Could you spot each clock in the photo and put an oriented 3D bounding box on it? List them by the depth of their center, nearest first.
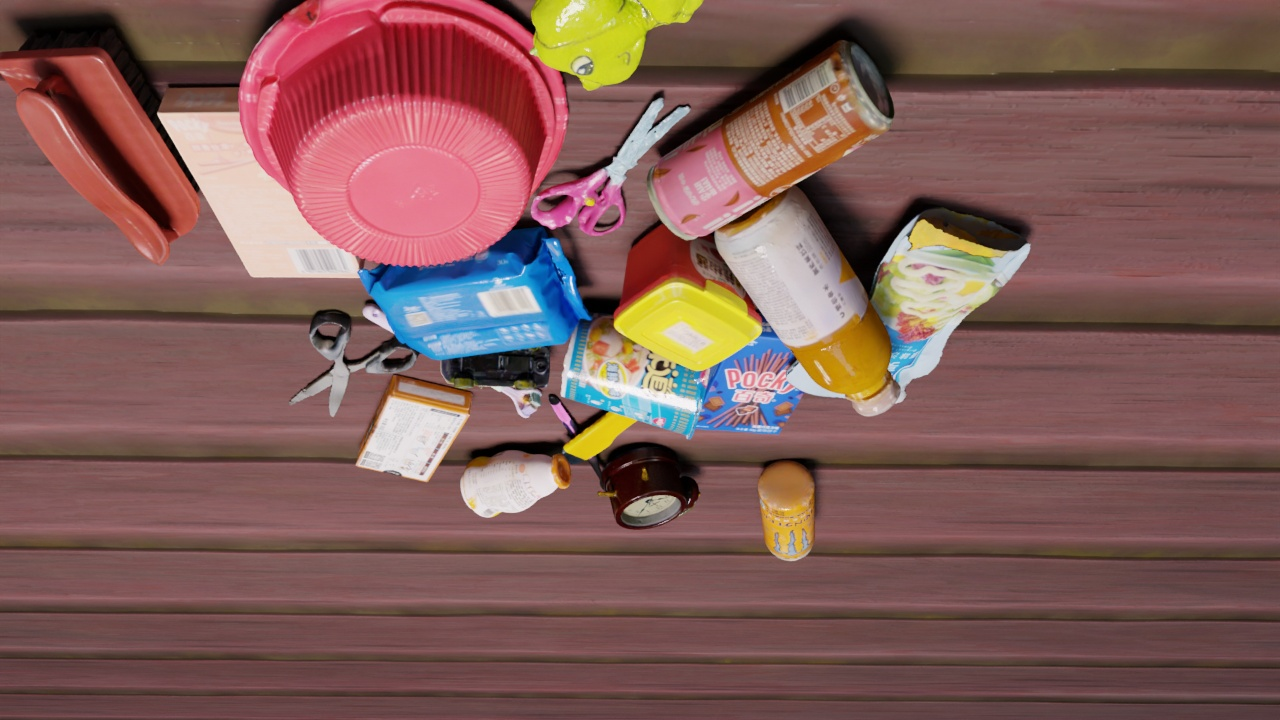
[{"bbox_3d":[0.012,0.137,0.946,0.082,0.055,0.122,-31,140,18],"label":"clock"}]

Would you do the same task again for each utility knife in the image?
[{"bbox_3d":[-0.012,0.049,0.857,0.033,0.015,0.193,25,134,-32],"label":"utility knife"}]

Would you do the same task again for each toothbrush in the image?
[{"bbox_3d":[-0.158,0.000,0.786,0.189,0.029,0.021,34,171,-38],"label":"toothbrush"},{"bbox_3d":[-0.056,0.085,0.921,0.014,0.017,0.189,-10,142,13],"label":"toothbrush"}]

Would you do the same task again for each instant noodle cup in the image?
[{"bbox_3d":[-0.133,-0.119,0.539,0.194,0.065,0.194,-9,148,-6],"label":"instant noodle cup"},{"bbox_3d":[-0.004,0.004,0.733,0.110,0.099,0.099,12,146,-2],"label":"instant noodle cup"}]

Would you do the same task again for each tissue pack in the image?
[{"bbox_3d":[-0.122,-0.050,0.681,0.157,0.052,0.095,-7,144,11],"label":"tissue pack"}]

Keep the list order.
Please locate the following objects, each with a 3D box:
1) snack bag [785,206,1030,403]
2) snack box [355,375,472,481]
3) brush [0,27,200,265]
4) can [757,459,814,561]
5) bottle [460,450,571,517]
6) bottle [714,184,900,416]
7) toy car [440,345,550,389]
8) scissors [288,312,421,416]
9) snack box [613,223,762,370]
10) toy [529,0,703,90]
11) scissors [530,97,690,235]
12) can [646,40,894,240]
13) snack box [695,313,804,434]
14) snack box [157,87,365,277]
[{"bbox_3d":[0.199,-0.030,0.699,0.110,0.038,0.192,4,139,-22],"label":"snack bag"},{"bbox_3d":[-0.220,0.069,0.883,0.075,0.026,0.154,16,143,-21],"label":"snack box"},{"bbox_3d":[-0.318,-0.124,0.557,0.063,0.069,0.146,-1,146,4],"label":"brush"},{"bbox_3d":[0.160,0.165,0.995,0.058,0.058,0.146,-5,146,8],"label":"can"},{"bbox_3d":[-0.125,0.121,0.927,0.108,0.063,0.063,-14,144,21],"label":"bottle"},{"bbox_3d":[0.124,-0.037,0.640,0.068,0.067,0.189,-22,121,30],"label":"bottle"},{"bbox_3d":[-0.122,0.004,0.770,0.090,0.042,0.035,3,169,-14],"label":"toy car"},{"bbox_3d":[-0.262,0.007,0.807,0.159,0.014,0.171,-4,148,10],"label":"scissors"},{"bbox_3d":[0.032,-0.047,0.657,0.091,0.080,0.082,26,138,-33],"label":"snack box"},{"bbox_3d":[-0.016,-0.190,0.489,0.100,0.031,0.097,-14,144,12],"label":"toy"},{"bbox_3d":[-0.008,-0.123,0.606,0.077,0.017,0.138,20,137,-42],"label":"scissors"},{"bbox_3d":[0.075,-0.129,0.554,0.148,0.057,0.058,-26,138,34],"label":"can"},{"bbox_3d":[0.101,0.015,0.798,0.084,0.026,0.157,5,146,-9],"label":"snack box"},{"bbox_3d":[-0.244,-0.113,0.610,0.084,0.026,0.157,0,146,0],"label":"snack box"}]
